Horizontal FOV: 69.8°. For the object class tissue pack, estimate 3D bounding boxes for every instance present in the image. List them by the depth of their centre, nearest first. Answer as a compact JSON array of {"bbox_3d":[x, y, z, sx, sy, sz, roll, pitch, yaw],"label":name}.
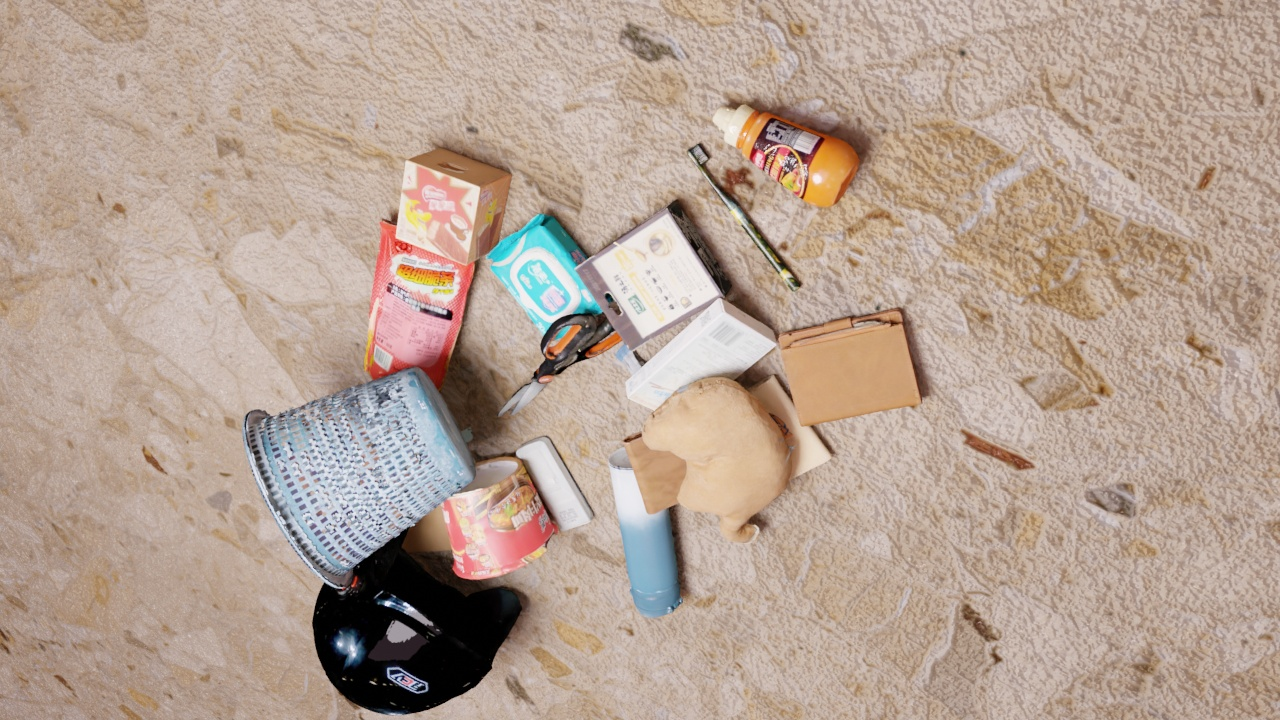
[{"bbox_3d":[-0.103,-0.093,1.037,0.093,0.050,0.133,-36,96,30],"label":"tissue pack"}]

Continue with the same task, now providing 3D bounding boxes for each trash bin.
[{"bbox_3d":[-0.305,0.115,1.051,0.195,0.226,0.226,-27,103,-7],"label":"trash bin"}]

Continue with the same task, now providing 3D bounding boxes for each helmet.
[{"bbox_3d":[-0.300,0.339,1.178,0.233,0.275,0.230,43,85,-21],"label":"helmet"}]

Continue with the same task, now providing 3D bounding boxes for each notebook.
[{"bbox_3d":[-0.293,0.200,1.246,0.208,0.008,0.148,-7,116,21],"label":"notebook"}]

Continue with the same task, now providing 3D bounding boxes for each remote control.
[{"bbox_3d":[-0.110,0.157,1.164,0.049,0.024,0.125,-24,103,28],"label":"remote control"}]

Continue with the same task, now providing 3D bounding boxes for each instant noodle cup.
[{"bbox_3d":[-0.185,0.191,1.143,0.138,0.137,0.108,-11,106,24],"label":"instant noodle cup"}]

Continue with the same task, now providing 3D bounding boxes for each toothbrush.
[{"bbox_3d":[0.110,-0.148,0.956,0.017,0.012,0.186,-37,96,18],"label":"toothbrush"}]

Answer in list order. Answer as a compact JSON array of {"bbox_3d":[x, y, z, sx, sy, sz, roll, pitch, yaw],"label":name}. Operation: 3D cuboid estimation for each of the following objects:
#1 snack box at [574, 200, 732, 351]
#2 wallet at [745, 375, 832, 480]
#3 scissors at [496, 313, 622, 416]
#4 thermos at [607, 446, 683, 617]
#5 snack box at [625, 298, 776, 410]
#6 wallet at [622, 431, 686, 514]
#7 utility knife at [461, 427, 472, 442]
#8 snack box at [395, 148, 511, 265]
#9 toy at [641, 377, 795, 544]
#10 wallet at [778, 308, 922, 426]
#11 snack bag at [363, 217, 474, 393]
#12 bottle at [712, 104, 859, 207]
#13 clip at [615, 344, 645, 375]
[{"bbox_3d":[0.015,-0.090,0.992,0.126,0.053,0.113,-29,101,28],"label":"snack box"},{"bbox_3d":[0.148,0.083,1.036,0.087,0.024,0.115,-33,99,30],"label":"wallet"},{"bbox_3d":[-0.092,0.012,1.083,0.235,0.161,0.021,114,141,-58],"label":"scissors"},{"bbox_3d":[0.006,0.212,1.121,0.070,0.070,0.221,0,112,20],"label":"thermos"},{"bbox_3d":[0.065,0.004,1.006,0.084,0.026,0.157,27,126,-32],"label":"snack box"},{"bbox_3d":[0.046,0.114,1.051,0.115,0.020,0.101,-21,114,-7],"label":"wallet"},{"bbox_3d":[-0.297,0.130,1.226,0.204,0.018,0.034,-26,101,27],"label":"utility knife"},{"bbox_3d":[-0.210,-0.173,1.026,0.093,0.076,0.094,22,118,11],"label":"snack box"},{"bbox_3d":[0.102,0.119,1.013,0.144,0.082,0.226,-20,114,21],"label":"toy"},{"bbox_3d":[0.220,0.009,0.969,0.132,0.031,0.108,-14,103,20],"label":"wallet"},{"bbox_3d":[-0.272,-0.058,1.112,0.128,0.073,0.208,20,113,8],"label":"snack bag"},{"bbox_3d":[0.136,-0.207,0.895,0.149,0.066,0.067,32,120,13],"label":"bottle"},{"bbox_3d":[-0.006,0.006,1.063,0.056,0.026,0.024,50,118,6],"label":"clip"}]
